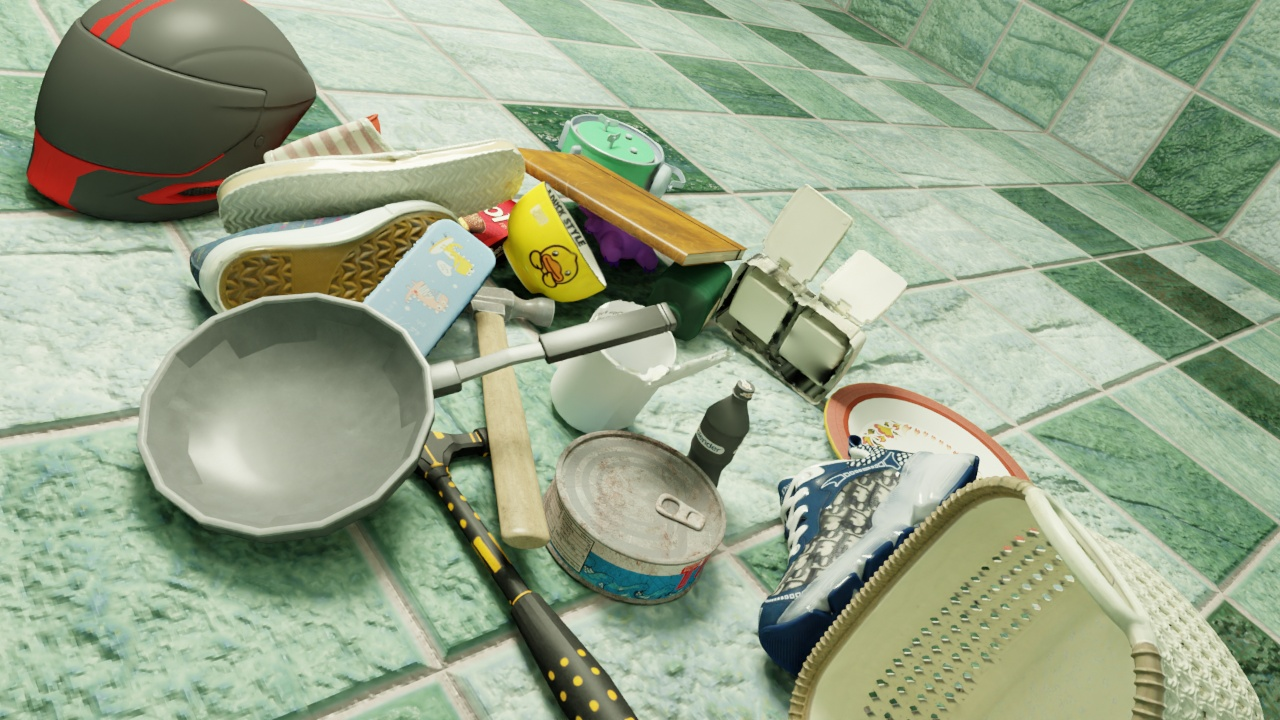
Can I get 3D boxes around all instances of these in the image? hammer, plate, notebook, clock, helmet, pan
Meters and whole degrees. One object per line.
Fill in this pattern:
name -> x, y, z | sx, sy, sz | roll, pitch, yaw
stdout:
hammer -> -0.108, 0.029, 0.714 | 0.119, 0.031, 0.330 | 9, 32, -20
plate -> 0.278, 0.103, 0.881 | 0.229, 0.021, 0.229 | 17, 33, -11
hammer -> -0.076, 0.152, 0.576 | 0.123, 0.036, 0.320 | -9, 43, -40
notebook -> -0.017, -0.169, 0.973 | 0.249, 0.014, 0.178 | 33, 21, 20
clock -> -0.018, -0.252, 1.152 | 0.161, 0.076, 0.121 | 12, 35, -20
helmet -> -0.399, -0.240, 0.802 | 0.164, 0.170, 0.263 | 31, 33, 11
pan -> -0.141, 0.016, 0.620 | 0.356, 0.041, 0.178 | -16, 59, -18

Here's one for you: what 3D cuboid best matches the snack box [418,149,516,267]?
snack box -> -0.200, -0.147, 0.920 | 0.152, 0.036, 0.132 | 30, 33, 9

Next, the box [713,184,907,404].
box -> 0.173, -0.064, 0.907 | 0.145, 0.186, 0.095 | 42, 28, 15

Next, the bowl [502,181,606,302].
bowl -> -0.089, -0.105, 0.884 | 0.117, 0.068, 0.117 | 59, 6, -11

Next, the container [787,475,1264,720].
container -> 0.197, 0.197, 0.503 | 0.142, 0.247, 0.184 | 21, 29, -21

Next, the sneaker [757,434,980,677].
sneaker -> 0.151, 0.134, 0.707 | 0.132, 0.103, 0.268 | 21, 35, 35

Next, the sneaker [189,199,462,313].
sneaker -> -0.259, -0.085, 0.771 | 0.079, 0.087, 0.234 | 20, 28, 38

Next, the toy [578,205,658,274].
toy -> -0.022, -0.144, 1.012 | 0.106, 0.056, 0.088 | 6, 31, -43

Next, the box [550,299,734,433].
box -> -0.002, 0.005, 0.722 | 0.084, 0.163, 0.112 | -11, 60, -36

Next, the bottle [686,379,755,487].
bottle -> 0.061, 0.061, 0.719 | 0.036, 0.110, 0.036 | 17, 33, -12

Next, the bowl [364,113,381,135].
bowl -> -0.299, -0.194, 0.882 | 0.122, 0.035, 0.121 | -22, 23, 10

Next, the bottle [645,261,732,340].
bottle -> 0.043, -0.061, 0.929 | 0.061, 0.061, 0.131 | 27, 32, 9

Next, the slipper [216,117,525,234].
slipper -> -0.231, -0.159, 0.804 | 0.262, 0.115, 0.052 | -13, 63, -22

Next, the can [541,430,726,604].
can -> -0.006, 0.111, 0.666 | 0.130, 0.044, 0.129 | 17, 33, -11

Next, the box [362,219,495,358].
box -> -0.181, -0.037, 0.715 | 0.066, 0.049, 0.209 | 26, 49, 3
